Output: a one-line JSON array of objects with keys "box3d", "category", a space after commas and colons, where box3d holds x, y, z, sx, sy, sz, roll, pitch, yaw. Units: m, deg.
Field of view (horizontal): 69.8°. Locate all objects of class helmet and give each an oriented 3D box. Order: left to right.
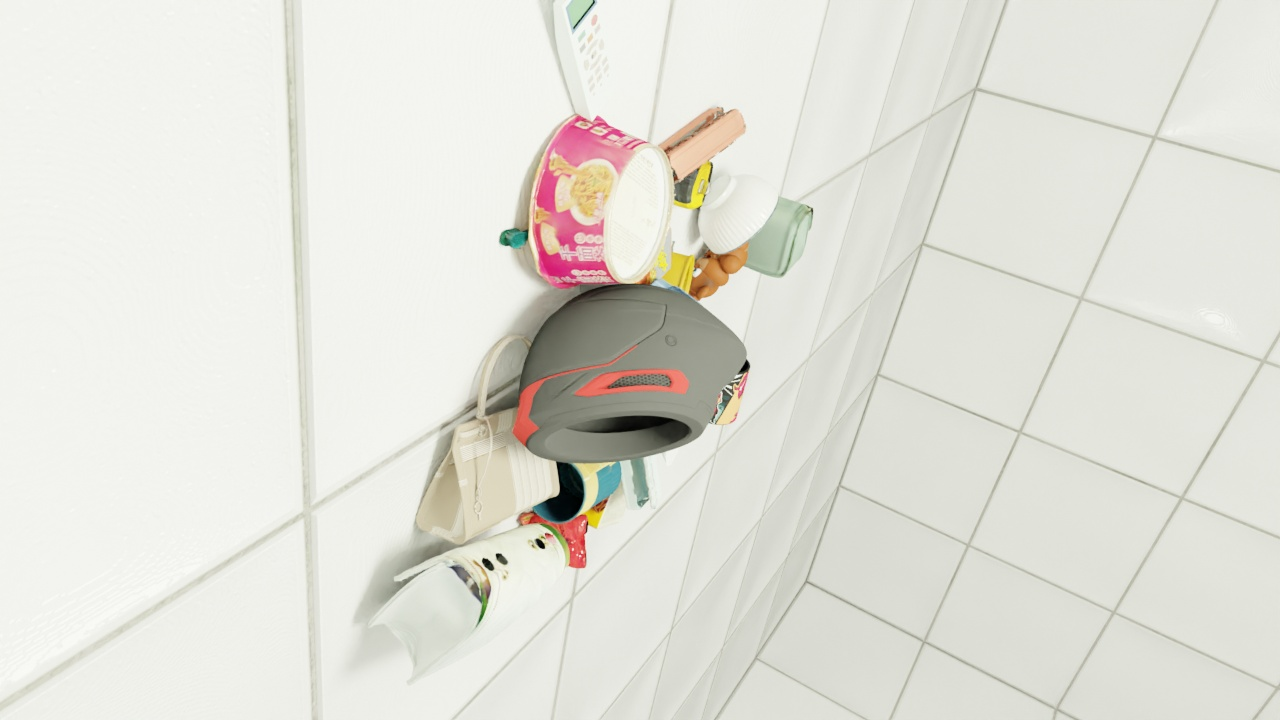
[{"box3d": [-0.011, 0.004, 0.959, 0.264, 0.169, 0.165, 1, 152, -24], "category": "helmet"}]

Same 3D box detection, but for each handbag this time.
[{"box3d": [-0.170, 0.236, 0.950, 0.142, 0.096, 0.198, -43, 166, 14], "category": "handbag"}, {"box3d": [-0.145, 0.069, 0.962, 0.175, 0.062, 0.198, -18, 120, -62], "category": "handbag"}, {"box3d": [0.179, -0.189, 1.321, 0.067, 0.122, 0.106, -41, 147, -47], "category": "handbag"}]

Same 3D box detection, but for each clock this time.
[{"box3d": [0.033, -0.071, 1.183, 0.113, 0.052, 0.152, -62, 165, -65], "category": "clock"}]

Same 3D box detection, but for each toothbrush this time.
[{"box3d": [-0.079, -0.135, 0.930, 0.189, 0.017, 0.016, -28, 134, -57], "category": "toothbrush"}]

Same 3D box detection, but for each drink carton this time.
[{"box3d": [-0.015, -0.105, 1.063, 0.124, 0.048, 0.076, -50, 153, -35], "category": "drink carton"}]

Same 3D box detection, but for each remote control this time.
[{"box3d": [-0.053, -0.281, 0.828, 0.049, 0.024, 0.143, -58, 159, -20], "category": "remote control"}]

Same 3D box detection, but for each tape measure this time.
[{"box3d": [0.065, -0.221, 1.143, 0.064, 0.037, 0.066, -10, 122, -65], "category": "tape measure"}]

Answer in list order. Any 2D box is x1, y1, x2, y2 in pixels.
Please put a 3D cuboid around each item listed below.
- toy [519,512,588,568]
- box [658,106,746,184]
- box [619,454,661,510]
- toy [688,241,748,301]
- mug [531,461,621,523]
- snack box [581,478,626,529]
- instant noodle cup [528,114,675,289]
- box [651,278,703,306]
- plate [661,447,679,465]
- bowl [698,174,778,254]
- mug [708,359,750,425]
[{"box3d": [-0.117, 0.221, 1.178, 0.133, 0.094, 0.088, 130, -41, -78], "category": "toy"}, {"box3d": [0.056, -0.260, 1.101, 0.187, 0.062, 0.058, -41, 122, -42], "category": "box"}, {"box3d": [-0.007, 0.091, 1.184, 0.083, 0.066, 0.199, -120, -160, -81], "category": "box"}, {"box3d": [0.097, -0.129, 1.289, 0.127, 0.065, 0.095, -48, -163, -4], "category": "toy"}, {"box3d": [-0.068, 0.139, 1.122, 0.114, 0.083, 0.107, -35, 171, 25], "category": "mug"}, {"box3d": [-0.048, 0.166, 1.248, 0.083, 0.061, 0.106, 5, 108, -67], "category": "snack box"}, {"box3d": [-0.029, -0.151, 0.912, 0.178, 0.078, 0.179, -44, 142, -50], "category": "instant noodle cup"}, {"box3d": [-0.011, 0.005, 1.088, 0.209, 0.078, 0.074, -56, 171, 16], "category": "box"}, {"box3d": [0.044, 0.055, 1.257, 0.174, 0.036, 0.174, 16, 89, -79], "category": "plate"}, {"box3d": [0.119, -0.205, 1.218, 0.062, 0.118, 0.118, 41, 69, -24], "category": "bowl"}, {"box3d": [0.129, 0.033, 1.513, 0.117, 0.082, 0.098, -84, -176, -61], "category": "mug"}]
